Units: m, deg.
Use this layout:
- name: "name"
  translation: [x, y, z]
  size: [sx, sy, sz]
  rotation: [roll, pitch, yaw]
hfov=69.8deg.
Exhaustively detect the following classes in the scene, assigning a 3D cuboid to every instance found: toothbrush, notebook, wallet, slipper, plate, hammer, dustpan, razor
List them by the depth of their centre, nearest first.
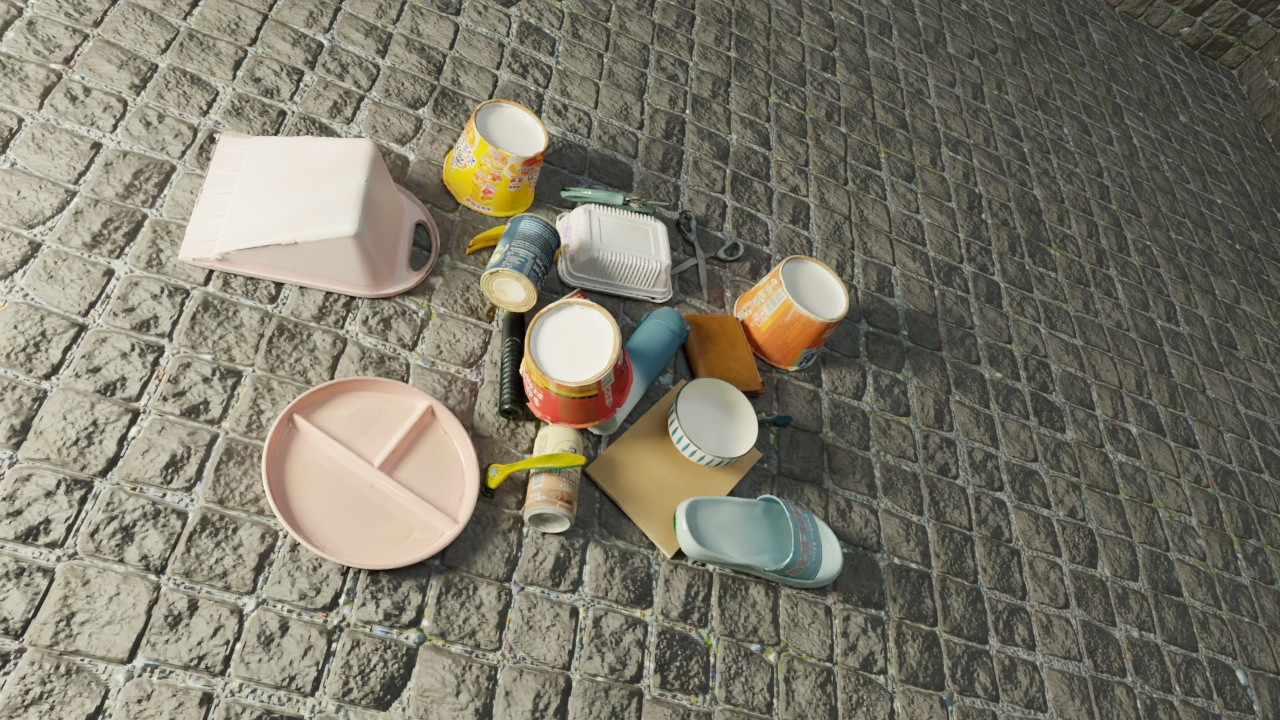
- name: "plate"
  translation: [-0.289, 0.121, 0.995]
  size: [0.229, 0.028, 0.229]
  rotation: [15, 52, -20]
- name: "razor"
  translation: [-0.120, 0.122, 1.030]
  size: [0.028, 0.133, 0.043]
  rotation: [54, 32, -40]
- name: "slipper"
  translation: [0.154, 0.212, 1.128]
  size: [0.245, 0.074, 0.103]
  rotation: [15, 55, -26]
- name: "dustpan"
  translation: [-0.404, -0.169, 1.155]
  size: [0.273, 0.139, 0.222]
  rotation: [-2, 55, 4]
- name: "notebook"
  translation: [0.047, 0.130, 1.170]
  size: [0.149, 0.012, 0.210]
  rotation: [45, 52, 5]
- name: "hammer"
  translation: [-0.165, -0.059, 1.189]
  size: [0.128, 0.033, 0.300]
  rotation: [11, 53, -21]
- name: "toothbrush"
  translation: [0.129, 0.090, 1.255]
  size: [0.191, 0.018, 0.016]
  rotation: [-4, 61, -28]
- name: "wallet"
  translation: [0.121, -0.008, 1.307]
  size: [0.119, 0.035, 0.130]
  rotation: [0, 59, -29]

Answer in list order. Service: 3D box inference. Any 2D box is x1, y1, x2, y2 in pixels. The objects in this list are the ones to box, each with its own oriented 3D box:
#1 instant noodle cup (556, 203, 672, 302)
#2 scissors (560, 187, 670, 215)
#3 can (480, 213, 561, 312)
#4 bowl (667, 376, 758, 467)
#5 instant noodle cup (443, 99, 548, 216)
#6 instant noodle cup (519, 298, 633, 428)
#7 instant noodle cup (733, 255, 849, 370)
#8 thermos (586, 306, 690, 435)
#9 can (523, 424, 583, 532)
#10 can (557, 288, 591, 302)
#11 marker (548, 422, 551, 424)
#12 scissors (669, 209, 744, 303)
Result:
- name: "instant noodle cup"
  translation: [-0.030, -0.162, 1.317]
  size: [0.173, 0.061, 0.137]
  rotation: [8, 54, -20]
- name: "scissors"
  translation: [-0.021, -0.228, 1.332]
  size: [0.173, 0.019, 0.178]
  rotation: [9, 1, 25]
- name: "can"
  translation: [-0.152, -0.124, 1.169]
  size: [0.075, 0.076, 0.110]
  rotation: [25, 49, -11]
- name: "bowl"
  translation: [0.084, 0.086, 1.166]
  size: [0.116, 0.066, 0.116]
  rotation: [12, 55, -19]
- name: "instant noodle cup"
  translation: [-0.196, -0.288, 1.285]
  size: [0.138, 0.110, 0.137]
  rotation: [14, 53, -20]
- name: "instant noodle cup"
  translation: [-0.075, -0.002, 1.072]
  size: [0.138, 0.109, 0.137]
  rotation: [1, 67, -2]
- name: "instant noodle cup"
  translation: [0.230, -0.077, 1.364]
  size: [0.151, 0.112, 0.151]
  rotation: [14, 52, -19]
- name: "thermos"
  translation: [-0.007, 0.007, 1.208]
  size: [0.070, 0.070, 0.219]
  rotation: [38, 47, 1]
- name: "can"
  translation: [-0.099, 0.137, 1.065]
  size: [0.058, 0.059, 0.116]
  rotation: [18, 50, -17]
- name: "can"
  translation: [-0.079, -0.039, 1.181]
  size: [0.066, 0.067, 0.094]
  rotation: [-37, 98, -41]
- name: "marker"
  translation: [-0.112, 0.051, 1.152]
  size: [0.018, 0.015, 0.124]
  rotation: [4, 53, -27]
- name: "scissors"
  translation: [0.090, -0.165, 1.418]
  size: [0.179, 0.014, 0.159]
  rotation: [-23, 71, -37]
